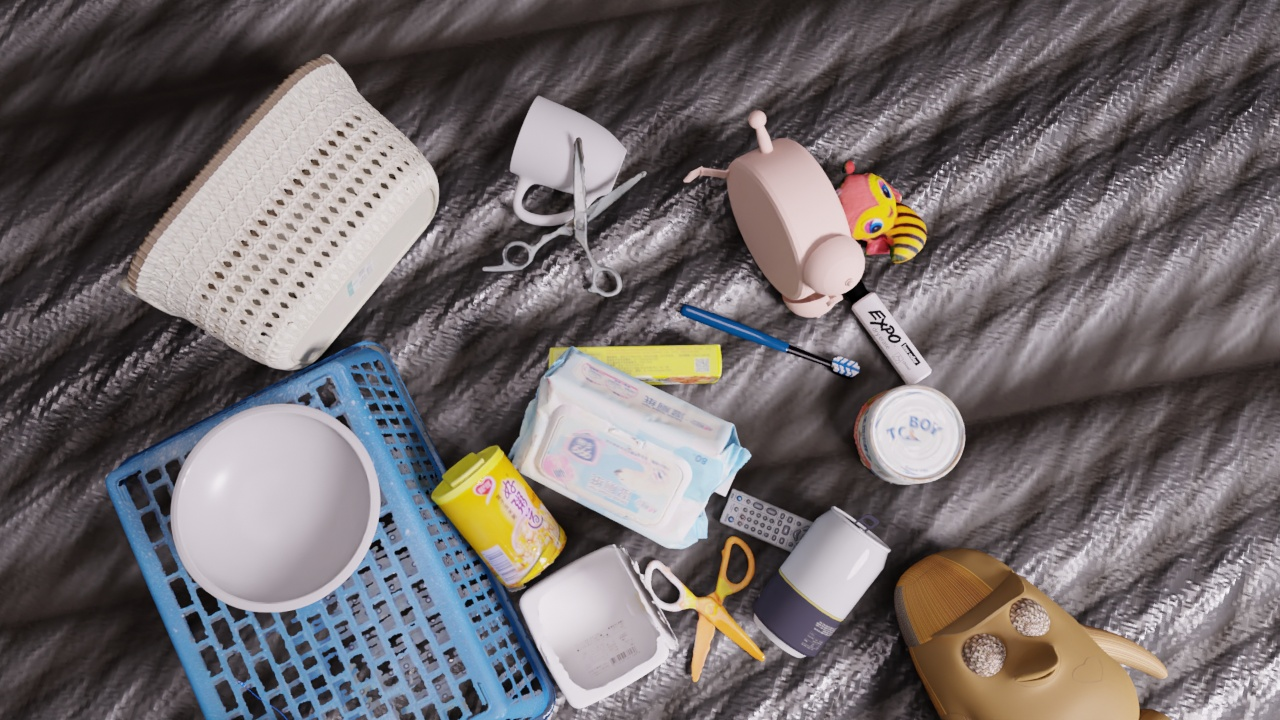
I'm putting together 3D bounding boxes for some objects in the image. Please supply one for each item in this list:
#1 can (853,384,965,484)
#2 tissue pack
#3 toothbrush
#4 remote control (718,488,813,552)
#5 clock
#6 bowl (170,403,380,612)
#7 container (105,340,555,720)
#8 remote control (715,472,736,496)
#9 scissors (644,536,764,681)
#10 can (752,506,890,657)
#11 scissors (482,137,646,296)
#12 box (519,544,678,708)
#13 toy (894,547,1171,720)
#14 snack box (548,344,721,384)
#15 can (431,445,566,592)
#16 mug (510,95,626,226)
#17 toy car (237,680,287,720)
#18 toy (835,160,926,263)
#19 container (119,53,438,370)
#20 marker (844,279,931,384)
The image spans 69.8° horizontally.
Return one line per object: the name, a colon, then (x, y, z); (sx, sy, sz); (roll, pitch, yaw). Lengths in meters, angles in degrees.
can: (0.233, 0.064, 0.795); (0.086, 0.043, 0.086); (0, 81, -3)
tissue pack: (-0.010, 0.076, 0.752); (0.182, 0.069, 0.112); (26, 120, 4)
toothbrush: (0.115, -0.018, 0.822); (0.168, 0.014, 0.014); (21, 68, 2)
remote control: (0.136, 0.151, 0.791); (0.136, 0.013, 0.033); (23, 80, 3)
clock: (0.117, -0.112, 0.779); (0.086, 0.131, 0.160); (-34, 83, -7)
bowl: (-0.264, 0.109, 0.682); (0.149, 0.043, 0.149); (0, 80, -1)
container: (-0.259, 0.184, 0.737); (0.257, 0.089, 0.362); (-28, 82, -6)
remote control: (0.023, 0.080, 0.802); (0.124, 0.012, 0.028); (25, 80, 3)
scissors: (0.053, 0.208, 0.780); (0.127, 0.011, 0.125); (14, 78, 3)
can: (0.150, 0.176, 0.749); (0.064, 0.064, 0.127); (36, 95, 5)
scissors: (-0.067, -0.115, 0.808); (0.174, 0.014, 0.141); (-17, 111, 13)
box: (-0.023, 0.204, 0.717); (0.126, 0.137, 0.108); (-28, 84, -5)
toy: (0.289, 0.237, 0.715); (0.198, 0.163, 0.203); (-33, 71, -14)
snack box: (-0.005, 0.005, 0.801); (0.148, 0.040, 0.029); (-1, 79, -2)
can: (-0.114, 0.127, 0.748); (0.067, 0.068, 0.105); (-37, 102, -8)
mug: (-0.068, -0.168, 0.821); (0.089, 0.071, 0.107); (22, 97, -4)
toy car: (-0.243, 0.262, 0.658); (0.092, 0.033, 0.062); (1, 87, -1)
toy: (0.211, -0.132, 0.829); (0.103, 0.046, 0.084); (36, 58, -5)
container: (-0.279, -0.110, 0.750); (0.143, 0.185, 0.246); (38, 81, -5)
marker: (0.213, -0.034, 0.822); (0.025, 0.025, 0.126); (-34, 82, -7)
